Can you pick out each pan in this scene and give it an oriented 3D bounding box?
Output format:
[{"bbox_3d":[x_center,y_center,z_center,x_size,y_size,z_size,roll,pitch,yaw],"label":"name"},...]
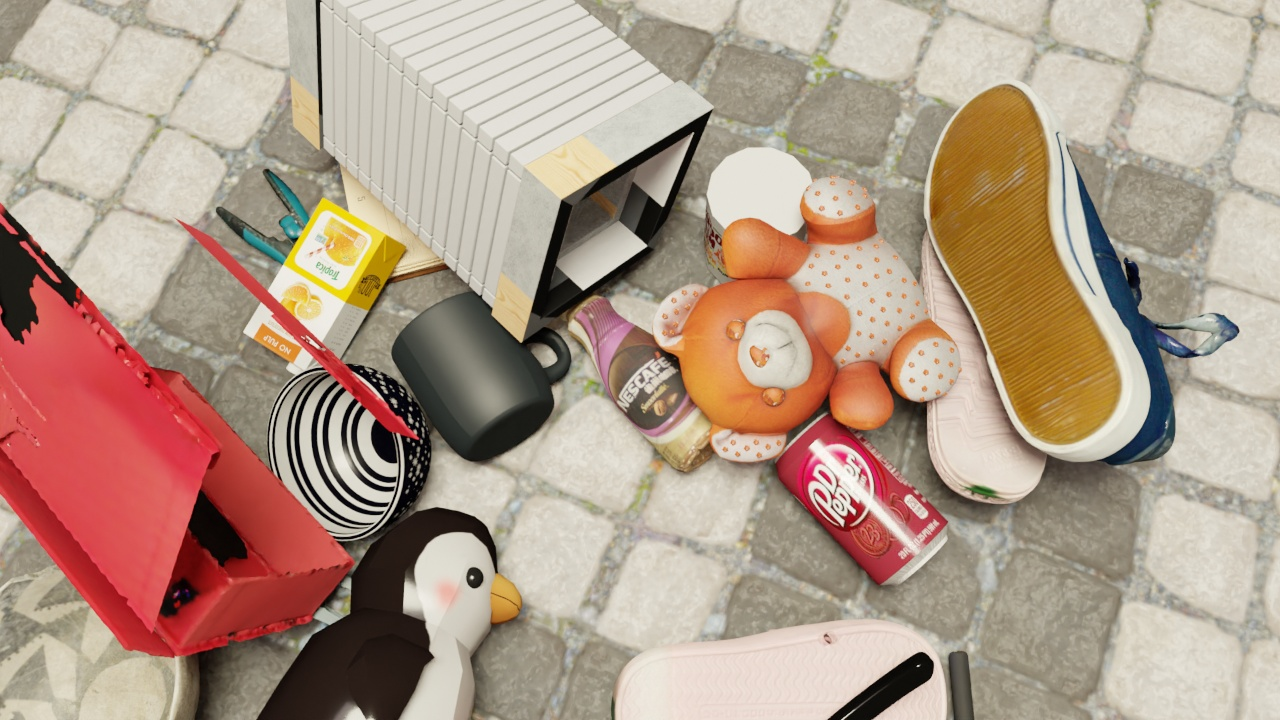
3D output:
[{"bbox_3d":[0.033,0.290,0.524,0.356,0.067,0.209,-39,94,2],"label":"pan"}]

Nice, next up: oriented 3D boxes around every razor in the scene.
[{"bbox_3d":[0.210,0.261,0.588,0.043,0.022,0.144,1,71,2],"label":"razor"}]

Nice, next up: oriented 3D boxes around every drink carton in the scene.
[{"bbox_3d":[-0.238,-0.051,0.689,0.058,0.040,0.122,30,89,10],"label":"drink carton"}]

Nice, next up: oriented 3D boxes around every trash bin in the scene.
[{"bbox_3d":[-0.105,-0.169,0.635,0.247,0.143,0.142,43,55,13],"label":"trash bin"}]

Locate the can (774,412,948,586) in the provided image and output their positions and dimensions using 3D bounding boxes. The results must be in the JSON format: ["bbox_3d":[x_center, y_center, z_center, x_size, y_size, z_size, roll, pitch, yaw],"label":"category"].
[{"bbox_3d":[0.149,0.094,0.625,0.063,0.063,0.114,-40,74,-11],"label":"can"}]

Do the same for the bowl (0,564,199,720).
[{"bbox_3d":[-0.354,0.221,0.593,0.178,0.081,0.178,-5,67,12],"label":"bowl"}]

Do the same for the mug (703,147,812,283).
[{"bbox_3d":[0.100,-0.101,0.679,0.105,0.090,0.073,0,71,2],"label":"mug"}]

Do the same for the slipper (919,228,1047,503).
[{"bbox_3d":[0.241,-0.003,0.655,0.094,0.064,0.238,10,59,2],"label":"slipper"}]

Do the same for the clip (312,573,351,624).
[{"bbox_3d":[-0.280,0.166,0.640,0.174,0.030,0.158,37,78,15],"label":"clip"}]

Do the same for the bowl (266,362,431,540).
[{"bbox_3d":[-0.193,0.059,0.644,0.120,0.066,0.120,3,98,25],"label":"bowl"}]

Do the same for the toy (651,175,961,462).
[{"bbox_3d":[0.104,-0.020,0.597,0.172,0.093,0.164,-29,89,-6],"label":"toy"}]

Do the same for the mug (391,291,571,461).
[{"bbox_3d":[-0.103,0.008,0.663,0.121,0.085,0.094,-23,70,-36],"label":"mug"}]

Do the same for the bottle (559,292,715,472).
[{"bbox_3d":[-0.004,0.004,0.665,0.059,0.060,0.166,-40,72,-11],"label":"bottle"}]

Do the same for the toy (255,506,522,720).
[{"bbox_3d":[-0.156,0.178,0.576,0.140,0.159,0.183,16,56,2],"label":"toy"}]

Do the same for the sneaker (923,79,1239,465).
[{"bbox_3d":[0.286,-0.062,0.613,0.127,0.121,0.294,18,52,-34],"label":"sneaker"}]

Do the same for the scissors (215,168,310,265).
[{"bbox_3d":[-0.278,-0.098,0.733,0.123,0.019,0.148,-7,73,-1],"label":"scissors"}]

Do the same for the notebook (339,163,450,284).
[{"bbox_3d":[-0.131,-0.163,0.746,0.225,0.024,0.167,-15,73,-2],"label":"notebook"}]

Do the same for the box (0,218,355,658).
[{"bbox_3d":[-0.296,0.053,0.500,0.211,0.319,0.121,41,70,16],"label":"box"}]

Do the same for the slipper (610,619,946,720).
[{"bbox_3d":[0.091,0.224,0.589,0.221,0.056,0.106,0,73,-7],"label":"slipper"}]
